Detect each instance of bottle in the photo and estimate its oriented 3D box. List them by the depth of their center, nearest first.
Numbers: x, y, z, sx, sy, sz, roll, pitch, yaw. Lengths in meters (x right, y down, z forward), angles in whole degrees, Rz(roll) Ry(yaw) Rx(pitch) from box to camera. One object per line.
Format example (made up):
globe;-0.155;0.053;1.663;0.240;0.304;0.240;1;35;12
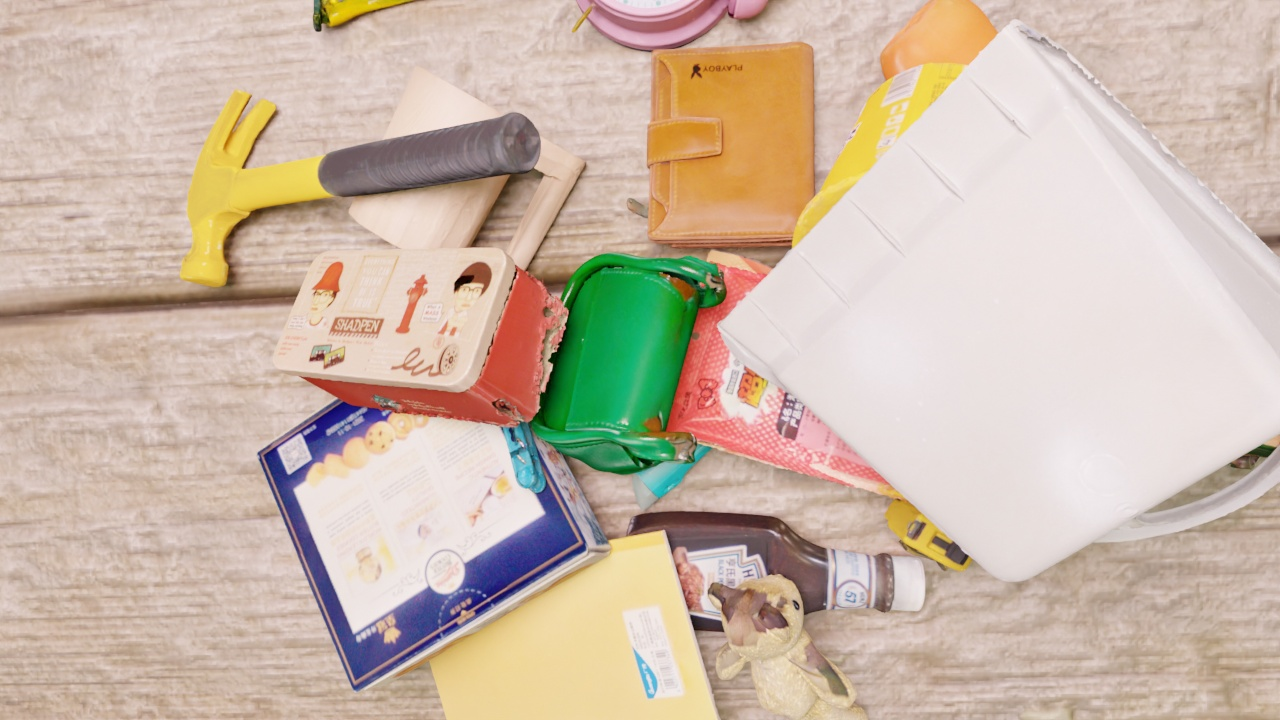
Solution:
bottle;0.219;-0.156;0.569;0.149;0.066;0.067;43;97;-6
bottle;0.087;0.144;0.613;0.195;0.044;0.080;3;103;5

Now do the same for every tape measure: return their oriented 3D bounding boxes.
tape measure;0.187;0.115;0.593;0.057;0.060;0.029;29;95;-3

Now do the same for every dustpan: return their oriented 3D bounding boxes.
dustpan;0.219;-0.002;0.485;0.257;0.142;0.223;51;126;12

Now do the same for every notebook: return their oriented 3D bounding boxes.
notebook;-0.057;0.200;0.621;0.207;0.010;0.146;-15;93;23

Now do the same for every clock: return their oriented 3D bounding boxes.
clock;0.026;-0.265;0.577;0.158;0.059;0.117;-11;94;5

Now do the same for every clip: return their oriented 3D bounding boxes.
clip;-0.072;0.054;0.560;0.014;0.047;0.057;-24;67;10

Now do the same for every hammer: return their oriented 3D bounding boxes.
hammer;-0.184;-0.114;0.559;0.301;0.032;0.128;1;83;34

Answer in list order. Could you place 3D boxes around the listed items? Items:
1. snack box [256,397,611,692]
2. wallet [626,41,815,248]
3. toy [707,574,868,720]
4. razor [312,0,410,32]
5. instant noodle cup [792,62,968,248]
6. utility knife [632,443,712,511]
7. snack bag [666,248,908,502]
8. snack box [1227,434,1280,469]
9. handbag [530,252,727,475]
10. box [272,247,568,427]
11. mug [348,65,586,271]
snack box;-0.141;0.092;0.606;0.178;0.046;0.182;-32;72;7
wallet;0.052;-0.138;0.592;0.119;0.035;0.130;0;82;5
toy;0.099;0.196;0.584;0.066;0.105;0.157;-50;124;-26
razor;-0.158;-0.254;0.613;0.133;0.028;0.043;-14;62;9
instant noodle cup;0.168;-0.094;0.532;0.138;0.138;0.109;21;60;4
utility knife;0.049;0.044;0.625;0.151;0.013;0.029;-42;92;5
snack bag;0.123;0.017;0.585;0.208;0.073;0.128;17;82;6
snack box;0.349;0.007;0.543;0.118;0.105;0.117;12;96;6
handbag;-0.003;0.003;0.562;0.068;0.120;0.131;27;73;-38
box;-0.130;-0.014;0.562;0.169;0.080;0.091;4;68;33
mug;-0.113;-0.115;0.602;0.124;0.084;0.103;26;99;-23
